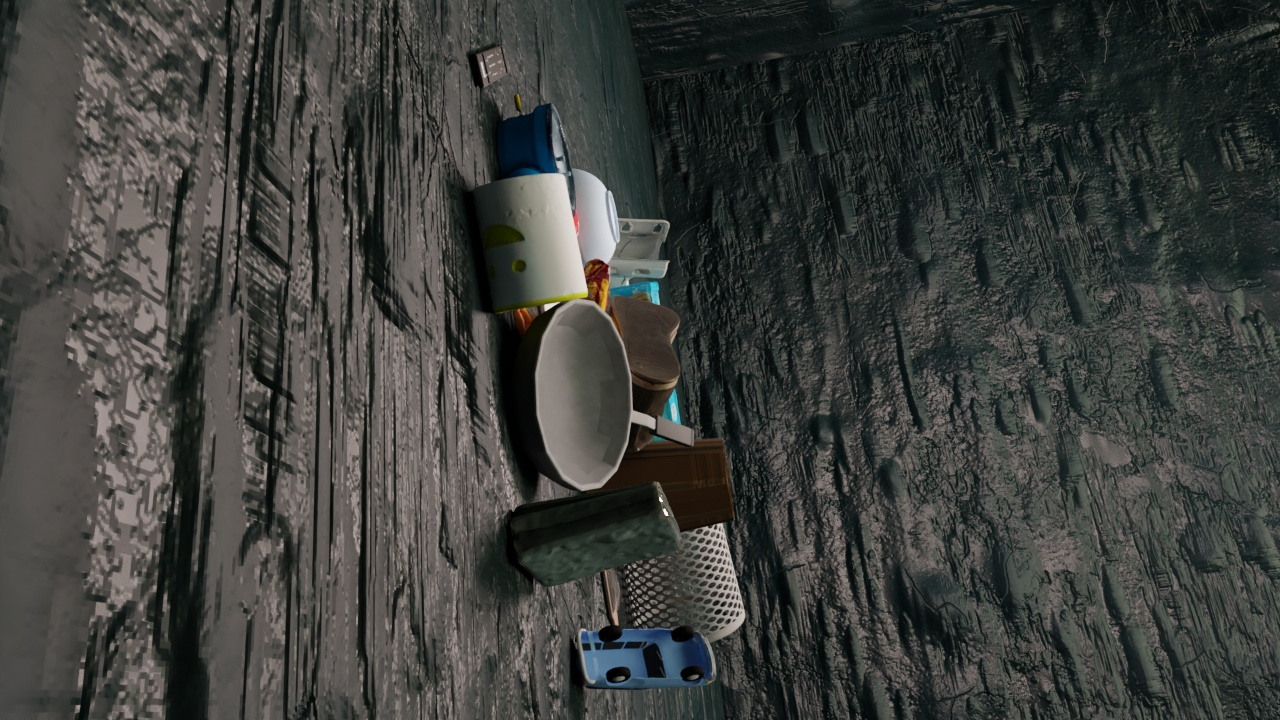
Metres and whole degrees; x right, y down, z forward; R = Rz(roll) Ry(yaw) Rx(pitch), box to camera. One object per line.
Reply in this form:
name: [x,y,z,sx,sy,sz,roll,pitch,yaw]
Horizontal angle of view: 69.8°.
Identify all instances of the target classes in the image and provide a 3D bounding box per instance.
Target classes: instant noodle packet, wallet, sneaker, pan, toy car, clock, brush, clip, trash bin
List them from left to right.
clock: [-0.104,-0.184,0.932,0.117,0.060,0.161,72,12,-62]
instant noodle packet: [-0.060,-0.051,1.118,0.098,0.039,0.136,-93,-170,-62]
wallet: [-0.035,0.143,0.761,0.100,0.132,0.054,72,8,-63]
pan: [-0.026,0.052,0.933,0.357,0.041,0.178,26,63,-60]
brush: [-0.028,0.314,1.128,0.050,0.015,0.135,-39,120,-84]
clip: [-0.030,-0.136,1.318,0.152,0.126,0.104,108,-22,-43]
sneaker: [-0.007,0.006,1.139,0.234,0.095,0.120,-102,-152,-56]
toy car: [0.004,0.301,0.921,0.055,0.153,0.056,-55,-143,40]
trash bin: [0.051,0.281,1.277,0.156,0.156,0.183,-56,135,-81]

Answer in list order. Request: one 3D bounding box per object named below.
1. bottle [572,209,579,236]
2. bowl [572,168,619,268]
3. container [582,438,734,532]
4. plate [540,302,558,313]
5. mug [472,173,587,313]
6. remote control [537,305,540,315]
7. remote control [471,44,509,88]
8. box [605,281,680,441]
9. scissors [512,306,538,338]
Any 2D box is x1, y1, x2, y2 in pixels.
bottle: [-0.097,-0.177,1.063,0.041,0.042,0.142,-90,170,-54]
bowl: [-0.069,-0.177,1.170,0.150,0.075,0.150,-7,89,-83]
container: [0.024,0.155,1.115,0.132,0.167,0.132,-7,89,-84]
plate: [-0.083,-0.038,0.941,0.134,0.011,0.134,-11,89,-80]
mug: [-0.094,-0.099,0.783,0.082,0.082,0.106,-42,122,-83]
remote control: [-0.101,-0.091,1.006,0.150,0.019,0.074,-92,171,-47]
remote control: [-0.147,-0.293,0.910,0.139,0.009,0.030,-84,164,-67]
box: [-0.021,0.009,1.317,0.172,0.084,0.227,-7,-88,60]
scissors: [-0.099,-0.024,0.911,0.128,0.013,0.065,63,18,-51]
